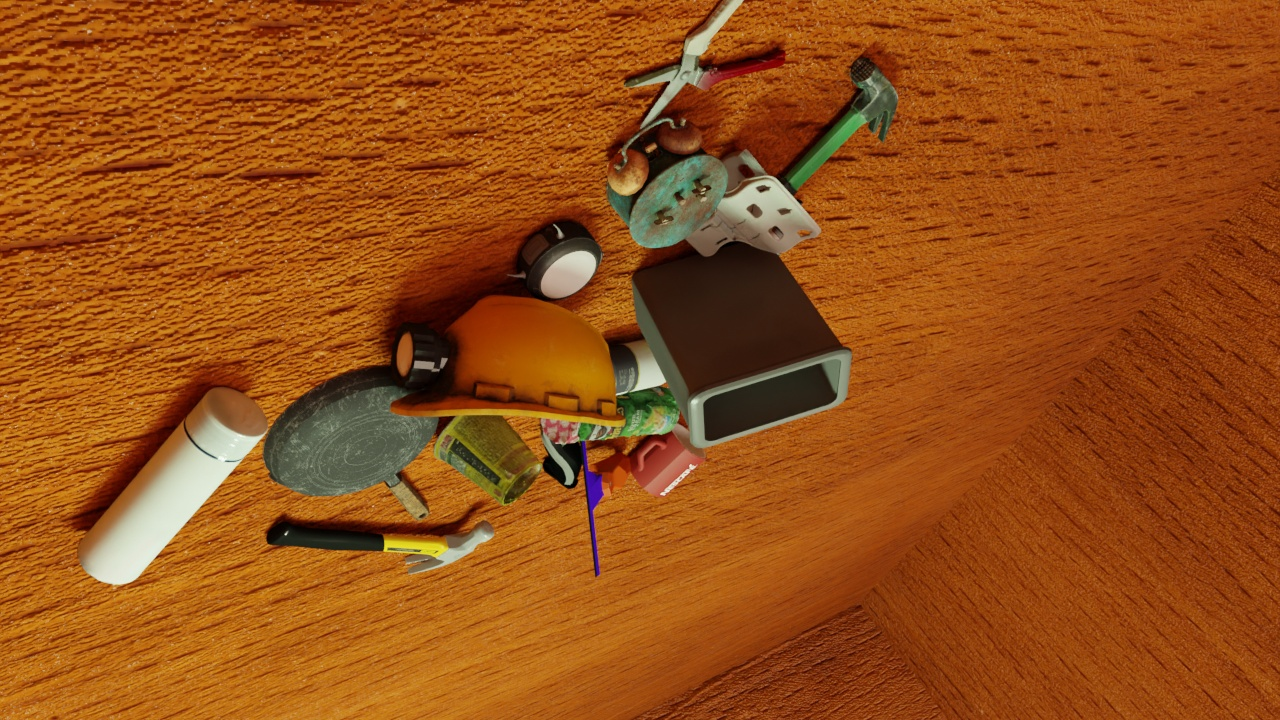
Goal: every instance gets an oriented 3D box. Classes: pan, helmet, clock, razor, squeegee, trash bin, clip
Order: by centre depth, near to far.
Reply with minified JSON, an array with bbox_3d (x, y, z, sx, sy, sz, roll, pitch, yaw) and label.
[{"bbox_3d":[0.026,-0.186,0.954,0.121,0.073,0.158,-34,151,-3],"label":"clock"},{"bbox_3d":[-0.132,-0.002,0.982,0.255,0.206,0.131,6,88,-35],"label":"helmet"},{"bbox_3d":[-0.083,-0.102,0.990,0.091,0.043,0.122,-44,150,15],"label":"clock"},{"bbox_3d":[0.122,-0.179,1.069,0.151,0.110,0.126,-4,150,40],"label":"clip"},{"bbox_3d":[0.111,-0.028,1.082,0.191,0.219,0.098,-17,137,-9],"label":"trash bin"},{"bbox_3d":[-0.309,0.128,1.100,0.207,0.040,0.357,-30,150,-11],"label":"pan"},{"bbox_3d":[-0.113,0.124,1.292,0.060,0.057,0.156,1,147,1],"label":"razor"},{"bbox_3d":[-0.046,0.169,1.366,0.055,0.249,0.184,-4,-171,11],"label":"squeegee"}]

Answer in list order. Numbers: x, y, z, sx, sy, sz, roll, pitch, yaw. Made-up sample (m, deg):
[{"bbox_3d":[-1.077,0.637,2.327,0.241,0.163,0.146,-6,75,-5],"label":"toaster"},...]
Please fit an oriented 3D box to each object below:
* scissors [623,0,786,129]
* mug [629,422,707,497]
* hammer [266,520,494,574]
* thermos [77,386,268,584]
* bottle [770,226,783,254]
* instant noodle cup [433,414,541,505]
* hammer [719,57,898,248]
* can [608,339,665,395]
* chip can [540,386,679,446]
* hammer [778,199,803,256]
[{"bbox_3d":[0.074,-0.307,0.888,0.198,0.015,0.180,-17,147,-30],"label":"scissors"},{"bbox_3d":[0.033,0.154,1.462,0.097,0.080,0.116,-45,144,15],"label":"mug"},{"bbox_3d":[-0.348,0.242,1.220,0.127,0.029,0.323,-35,150,23],"label":"hammer"},{"bbox_3d":[-0.459,0.124,0.898,0.230,0.068,0.067,-45,150,16],"label":"thermos"},{"bbox_3d":[0.148,-0.135,1.195,0.116,0.041,0.041,-42,151,11],"label":"bottle"},{"bbox_3d":[-0.180,0.115,1.120,0.102,0.108,0.102,-44,164,-16],"label":"instant noodle cup"},{"bbox_3d":[0.186,-0.217,1.126,0.319,0.032,0.130,-45,151,17],"label":"hammer"},{"bbox_3d":[-0.007,0.007,1.213,0.127,0.064,0.064,-12,143,-37],"label":"can"},{"bbox_3d":[-0.035,0.073,1.262,0.222,0.075,0.076,0,136,-51],"label":"chip can"},{"bbox_3d":[0.167,-0.083,1.285,0.094,0.015,0.326,-6,134,-30],"label":"hammer"}]
